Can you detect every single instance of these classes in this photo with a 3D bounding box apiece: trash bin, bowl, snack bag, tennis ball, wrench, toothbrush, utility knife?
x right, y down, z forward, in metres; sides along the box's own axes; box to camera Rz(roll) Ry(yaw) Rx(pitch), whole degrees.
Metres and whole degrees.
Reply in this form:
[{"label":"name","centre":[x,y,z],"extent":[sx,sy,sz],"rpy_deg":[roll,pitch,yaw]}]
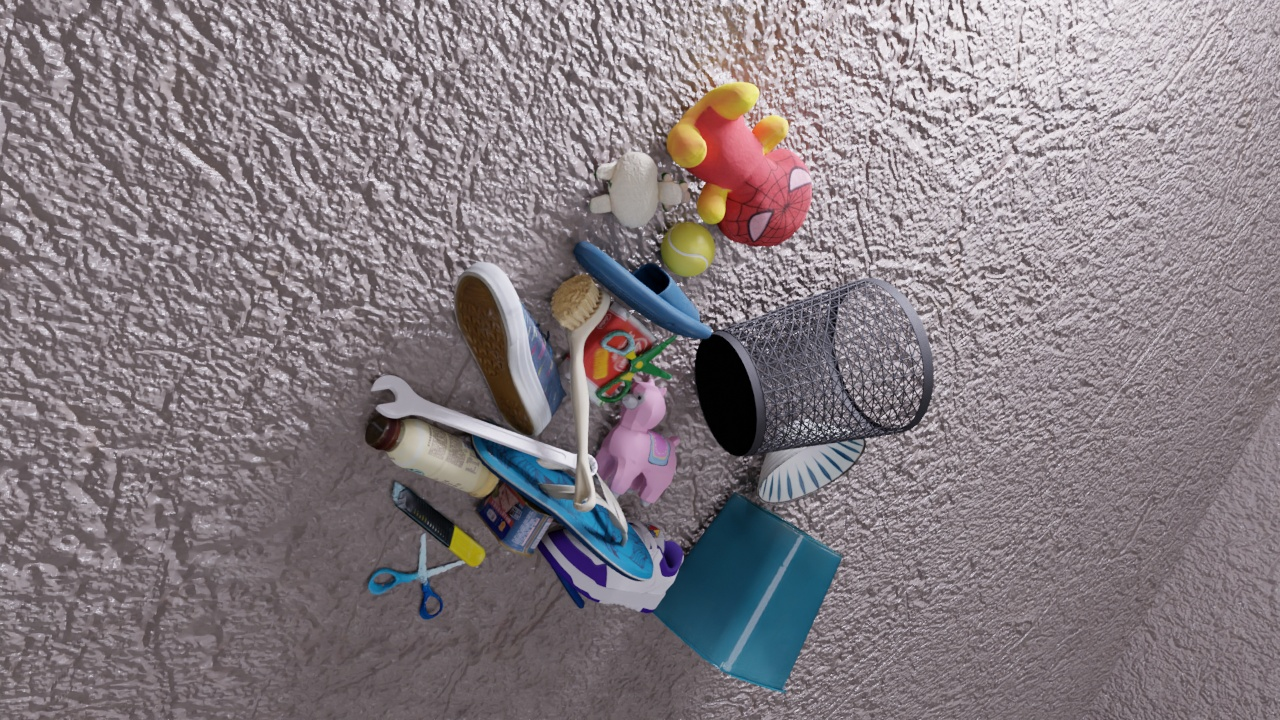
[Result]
[{"label":"trash bin","centre":[0.217,0.019,1.214],"extent":[0.242,0.217,0.217],"rpy_deg":[-13,121,-21]},{"label":"bowl","centre":[0.238,0.135,1.356],"extent":[0.177,0.071,0.178],"rpy_deg":[-19,148,-13]},{"label":"trash bin","centre":[0.165,0.336,1.362],"extent":[0.199,0.197,0.218],"rpy_deg":[33,88,-42]},{"label":"snack bag","centre":[-0.040,-0.007,1.125],"extent":[0.116,0.036,0.077],"rpy_deg":[-49,131,-2]},{"label":"tennis ball","centre":[0.057,-0.134,1.104],"extent":[0.065,0.065,0.065],"rpy_deg":[-16,122,-27]},{"label":"wrench","centre":[-0.170,0.080,1.030],"extent":[0.273,0.047,0.009],"rpy_deg":[23,142,-21]},{"label":"toothbrush","centre":[-0.113,0.277,1.244],"extent":[0.017,0.016,0.190],"rpy_deg":[-40,131,-19]},{"label":"utility knife","centre":[-0.245,0.198,1.108],"extent":[0.028,0.020,0.174],"rpy_deg":[-54,133,-20]}]

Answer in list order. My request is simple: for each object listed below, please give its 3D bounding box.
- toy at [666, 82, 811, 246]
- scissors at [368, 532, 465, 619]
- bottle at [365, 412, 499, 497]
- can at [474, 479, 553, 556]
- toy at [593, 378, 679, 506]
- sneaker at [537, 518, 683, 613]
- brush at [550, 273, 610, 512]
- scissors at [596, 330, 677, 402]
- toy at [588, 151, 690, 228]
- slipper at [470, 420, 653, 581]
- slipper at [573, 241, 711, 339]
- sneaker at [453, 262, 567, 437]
[{"label":"toy","centre":[0.122,-0.219,1.081],"extent":[0.147,0.098,0.216],"rpy_deg":[-41,130,4]},{"label":"scissors","centre":[-0.273,0.272,1.135],"extent":[0.127,0.014,0.133],"rpy_deg":[-17,119,-31]},{"label":"bottle","centre":[-0.234,0.105,1.040],"extent":[0.162,0.056,0.056],"rpy_deg":[32,94,-41]},{"label":"can","centre":[-0.151,0.185,1.112],"extent":[0.054,0.100,0.059],"rpy_deg":[29,95,-42]},{"label":"toy","centre":[0.002,0.105,1.198],"extent":[0.123,0.067,0.157],"rpy_deg":[20,98,-41]},{"label":"sneaker","centre":[-0.026,0.257,1.219],"extent":[0.111,0.092,0.244],"rpy_deg":[-51,137,4]},{"label":"brush","centre":[-0.067,0.035,1.046],"extent":[0.077,0.062,0.272],"rpy_deg":[6,80,-42]},{"label":"scissors","centre":[-0.007,-0.001,1.119],"extent":[0.125,0.011,0.128],"rpy_deg":[-37,131,-11]},{"label":"toy","centre":[-0.004,-0.192,1.037],"extent":[0.112,0.050,0.087],"rpy_deg":[-4,118,-9]},{"label":"slipper","centre":[-0.079,0.157,1.108],"extent":[0.295,0.118,0.060],"rpy_deg":[41,102,-22]},{"label":"slipper","centre":[0.011,-0.084,1.079],"extent":[0.213,0.104,0.059],"rpy_deg":[33,91,-37]},{"label":"sneaker","centre":[-0.139,-0.020,1.033],"extent":[0.079,0.087,0.236],"rpy_deg":[-45,139,-33]}]
